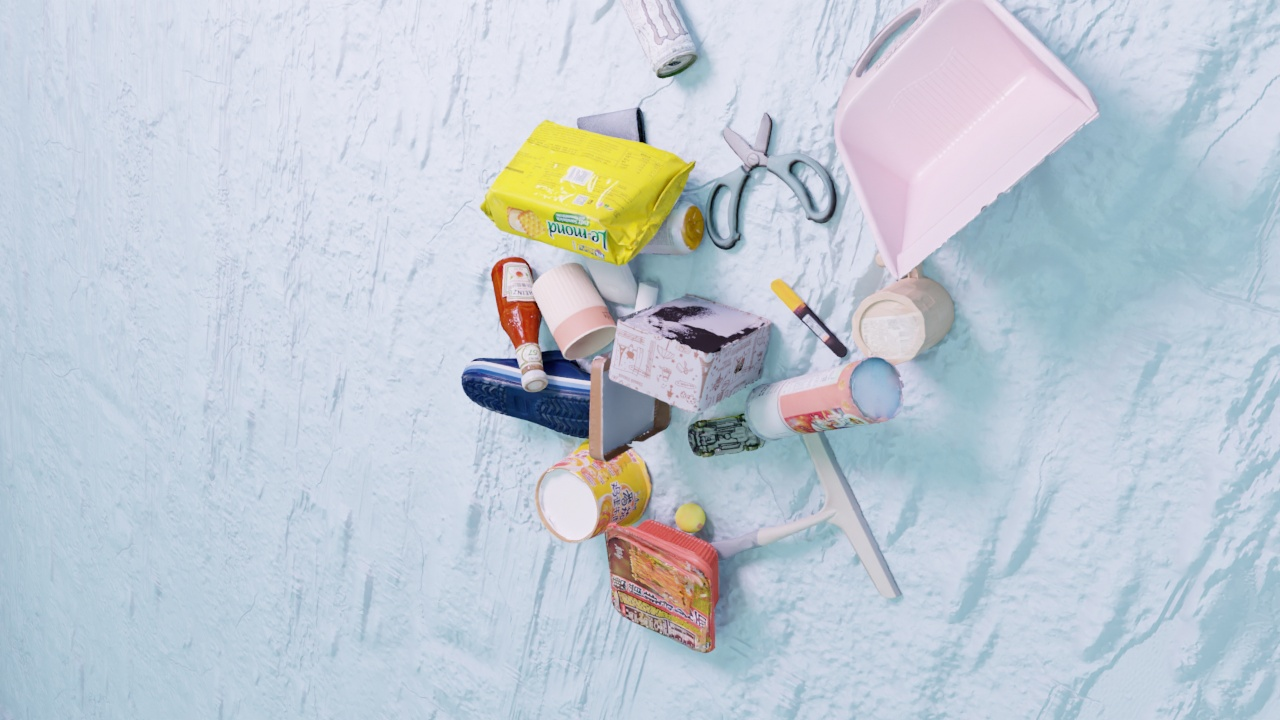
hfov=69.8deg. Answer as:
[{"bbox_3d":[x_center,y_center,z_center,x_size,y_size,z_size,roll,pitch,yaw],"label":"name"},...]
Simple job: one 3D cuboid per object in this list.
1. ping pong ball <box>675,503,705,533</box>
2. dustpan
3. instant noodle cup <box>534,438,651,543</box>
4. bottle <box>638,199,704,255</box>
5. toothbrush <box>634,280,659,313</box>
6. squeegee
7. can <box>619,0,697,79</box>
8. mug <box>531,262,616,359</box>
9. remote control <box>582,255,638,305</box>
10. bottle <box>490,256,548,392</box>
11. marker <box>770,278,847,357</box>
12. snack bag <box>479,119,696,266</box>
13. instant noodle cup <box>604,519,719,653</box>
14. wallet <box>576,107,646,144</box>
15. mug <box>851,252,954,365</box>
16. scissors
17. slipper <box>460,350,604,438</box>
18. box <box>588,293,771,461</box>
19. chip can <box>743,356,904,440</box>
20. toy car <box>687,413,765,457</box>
[{"bbox_3d":[0.067,0.211,1.230,0.040,0.040,0.040,9,107,31],"label":"ping pong ball"},{"bbox_3d":[0.276,-0.238,0.882,0.139,0.272,0.223,39,120,-10],"label":"dustpan"},{"bbox_3d":[-0.072,0.183,1.272,0.138,0.109,0.138,8,105,31],"label":"instant noodle cup"},{"bbox_3d":[-0.014,-0.170,1.167,0.190,0.067,0.068,6,105,32],"label":"bottle"},{"bbox_3d":[-0.007,0.007,1.197,0.027,0.026,0.221,13,93,60],"label":"toothbrush"},{"bbox_3d":[0.165,0.221,1.170,0.247,0.039,0.246,-27,87,35],"label":"squeegee"},{"bbox_3d":[0.014,-0.415,1.092,0.058,0.058,0.146,-26,87,35],"label":"can"},{"bbox_3d":[-0.091,-0.060,1.241,0.106,0.081,0.115,62,161,17],"label":"mug"},{"bbox_3d":[-0.041,-0.121,1.178,0.056,0.019,0.135,13,150,28],"label":"remote control"},{"bbox_3d":[-0.161,-0.050,1.249,0.060,0.059,0.205,-41,50,33],"label":"bottle"},{"bbox_3d":[0.201,-0.051,1.092,0.124,0.015,0.018,48,124,11],"label":"marker"},{"bbox_3d":[-0.071,-0.212,1.121,0.247,0.157,0.068,20,156,30],"label":"snack bag"},{"bbox_3d":[0.037,0.288,1.227,0.165,0.078,0.189,19,133,28],"label":"instant noodle cup"},{"bbox_3d":[-0.034,-0.260,1.189,0.097,0.019,0.121,0,104,35],"label":"wallet"},{"bbox_3d":[0.280,-0.063,0.982,0.084,0.103,0.125,1,103,33],"label":"mug"},{"bbox_3d":[0.140,-0.194,1.092,0.170,0.019,0.179,45,123,14],"label":"scissors"},{"bbox_3d":[-0.124,0.037,1.282,0.253,0.095,0.105,9,145,13],"label":"slipper"},{"bbox_3d":[0.040,0.036,1.117,0.157,0.182,0.193,20,114,28],"label":"box"},{"bbox_3d":[0.199,0.045,1.023,0.215,0.071,0.071,-23,89,65],"label":"chip can"},{"bbox_3d":[0.112,0.094,1.176,0.105,0.032,0.048,-11,96,23],"label":"toy car"}]
